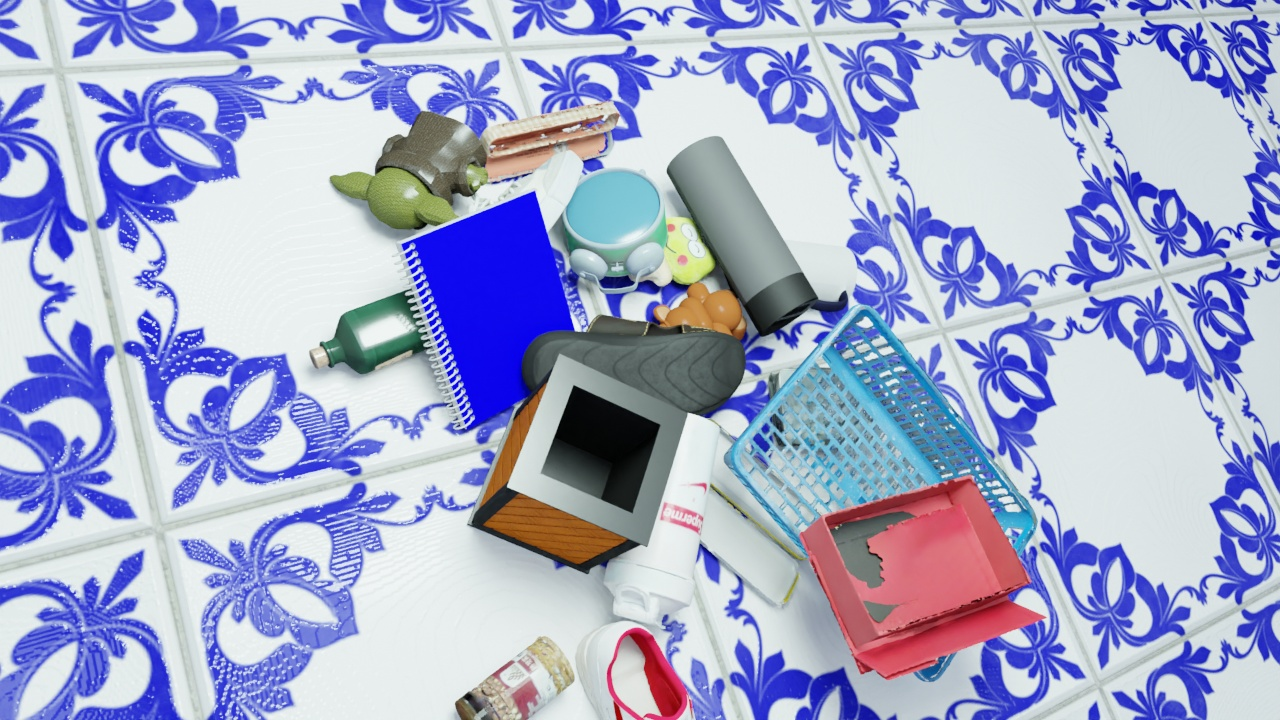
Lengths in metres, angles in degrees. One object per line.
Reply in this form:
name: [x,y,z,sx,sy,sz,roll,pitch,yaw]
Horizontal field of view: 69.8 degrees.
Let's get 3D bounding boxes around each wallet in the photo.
wallet: [0.224,0.060,1.135,0.131,0.054,0.100,4,69,-19]

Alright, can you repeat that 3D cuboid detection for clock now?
clock: [-0.029,-0.146,1.081,0.122,0.075,0.161,-5,60,3]

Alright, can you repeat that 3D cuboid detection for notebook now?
notebook: [-0.156,-0.053,0.974,0.171,0.022,0.209,-29,117,-30]

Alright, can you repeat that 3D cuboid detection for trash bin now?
trash bin: [-0.067,0.111,0.923,0.139,0.172,0.139,25,62,-12]

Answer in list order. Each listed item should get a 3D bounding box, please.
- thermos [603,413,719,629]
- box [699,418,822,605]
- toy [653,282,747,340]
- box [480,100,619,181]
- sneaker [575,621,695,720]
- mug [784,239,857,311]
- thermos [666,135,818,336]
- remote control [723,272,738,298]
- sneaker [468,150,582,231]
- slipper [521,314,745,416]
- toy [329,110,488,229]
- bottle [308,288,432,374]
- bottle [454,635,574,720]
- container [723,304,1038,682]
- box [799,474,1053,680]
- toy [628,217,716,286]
thermos: [0.024,0.166,0.971,0.099,0.099,0.220,19,71,-15]
box: [0.115,0.173,1.058,0.209,0.036,0.129,41,64,-4]
toy: [0.068,-0.044,1.115,0.127,0.065,0.095,-20,71,-19]
box: [-0.111,-0.266,1.115,0.186,0.083,0.042,-21,67,-26]
sneaker: [0.023,0.368,0.898,0.090,0.105,0.236,-19,78,-28]
mug: [0.221,-0.102,1.174,0.096,0.079,0.111,3,41,-22]
thermos: [0.124,-0.151,1.120,0.082,0.082,0.240,-21,75,-28]
remote control: [0.102,-0.144,1.178,0.015,0.032,0.136,-17,77,-16]
sneaker: [-0.154,-0.156,1.030,0.090,0.090,0.241,36,71,-15]
slipper: [-0.006,0.006,1.042,0.267,0.076,0.113,1,96,-20]
toy: [-0.241,-0.209,1.025,0.179,0.078,0.152,21,60,20]
bottle: [-0.277,-0.025,0.952,0.131,0.061,0.061,-25,83,-29]
bottle: [-0.120,0.319,0.885,0.105,0.056,0.056,-31,84,-30]
container: [0.268,0.150,1.051,0.256,0.089,0.362,-46,103,-22]
box: [0.286,0.208,0.940,0.214,0.153,0.164,-11,108,-24]
toy: [0.033,-0.131,1.136,0.115,0.046,0.092,-19,76,-20]
